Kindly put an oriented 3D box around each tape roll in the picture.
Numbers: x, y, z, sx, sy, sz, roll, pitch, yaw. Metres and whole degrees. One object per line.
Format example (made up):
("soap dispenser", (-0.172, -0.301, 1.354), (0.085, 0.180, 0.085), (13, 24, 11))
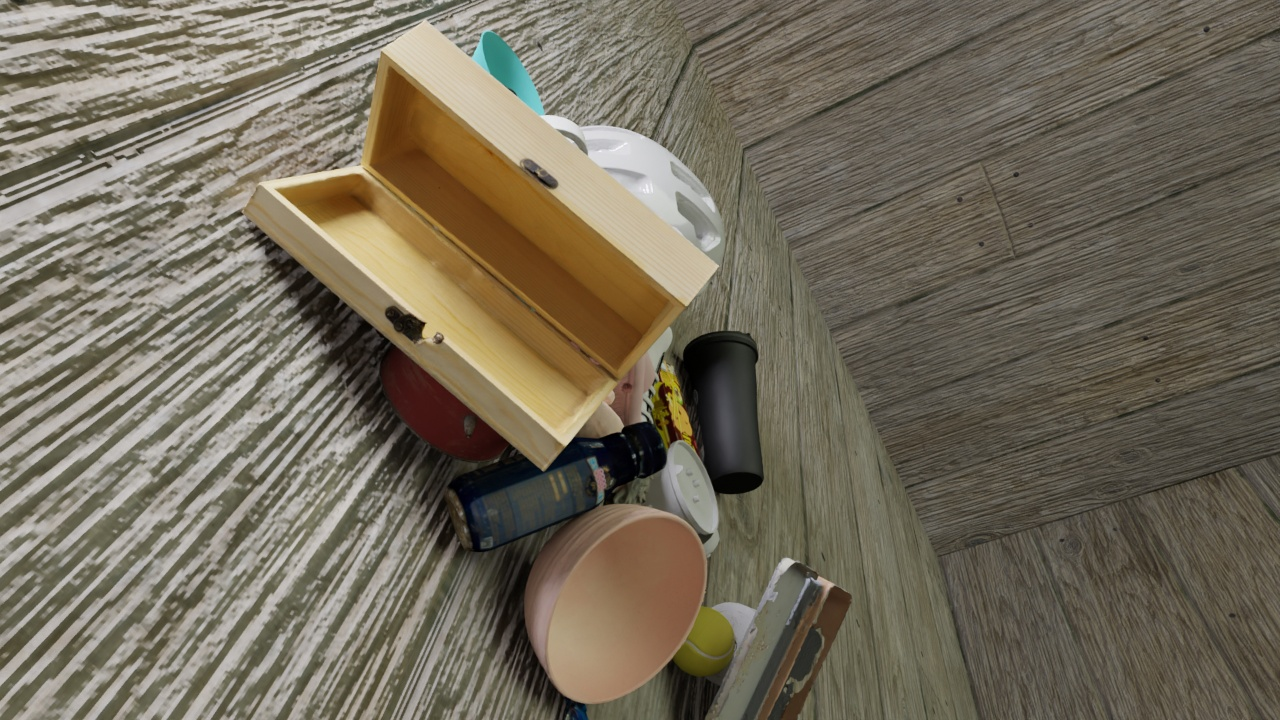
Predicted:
("tape roll", (-0.102, -0.217, 0.963), (0.094, 0.094, 0.019), (37, 35, -56))

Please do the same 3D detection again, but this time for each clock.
("clock", (0.050, 0.153, 1.012), (0.159, 0.061, 0.119), (43, 30, -49))
("clock", (-0.138, 0.003, 0.657), (0.109, 0.062, 0.156), (7, 45, -55))

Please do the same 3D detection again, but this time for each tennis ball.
("tennis ball", (0.059, 0.272, 0.889), (0.065, 0.065, 0.065), (54, 23, -35))

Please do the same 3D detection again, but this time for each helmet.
("helmet", (-0.015, -0.184, 1.170), (0.282, 0.184, 0.223), (31, 31, -28))

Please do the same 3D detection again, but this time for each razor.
("razor", (-0.062, 0.268, 0.632), (0.140, 0.018, 0.044), (0, 69, -70))

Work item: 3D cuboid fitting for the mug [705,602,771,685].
("mug", (0.126, 0.294, 0.966), (0.096, 0.120, 0.083), (39, 18, -55))

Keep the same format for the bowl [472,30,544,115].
("bowl", (-0.152, -0.282, 0.976), (0.121, 0.046, 0.121), (54, 23, -35))

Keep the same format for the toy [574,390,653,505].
("toy", (-0.049, 0.054, 0.752), (0.133, 0.076, 0.176), (22, -29, 48))

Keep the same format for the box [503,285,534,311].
("box", (-0.104, -0.080, 0.776), (0.077, 0.080, 0.188), (34, 3, 28))

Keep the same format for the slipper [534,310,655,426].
("slipper", (-0.038, 0.011, 0.806), (0.222, 0.107, 0.055), (86, 28, -49))

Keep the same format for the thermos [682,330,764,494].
("thermos", (0.119, 0.068, 1.253), (0.106, 0.106, 0.218), (44, 34, -50))

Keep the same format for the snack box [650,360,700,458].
("snack box", (0.038, 0.070, 1.130), (0.061, 0.026, 0.148), (31, 40, -60))

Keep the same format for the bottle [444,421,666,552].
("bottle", (-0.057, 0.086, 0.656), (0.056, 0.160, 0.056), (44, -37, 45))

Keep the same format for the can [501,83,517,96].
("can", (-0.131, -0.178, 0.859), (0.146, 0.080, 0.080), (68, 18, 3))

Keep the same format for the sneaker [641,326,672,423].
("sneaker", (-0.006, 0.006, 0.969), (0.091, 0.097, 0.245), (45, 28, -49))

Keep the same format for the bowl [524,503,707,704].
("bowl", (-0.029, 0.170, 0.691), (0.076, 0.152, 0.153), (25, -20, 47))

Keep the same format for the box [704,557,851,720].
("box", (0.125, 0.302, 0.882), (0.216, 0.043, 0.150), (-62, 146, -8))

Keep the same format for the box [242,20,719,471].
("box", (-0.103, -0.070, 0.620), (0.248, 0.184, 0.142), (41, -11, 0))

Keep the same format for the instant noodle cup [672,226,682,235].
("instant noodle cup", (-0.016, -0.082, 0.915), (0.136, 0.121, 0.122), (58, -32, 37))
